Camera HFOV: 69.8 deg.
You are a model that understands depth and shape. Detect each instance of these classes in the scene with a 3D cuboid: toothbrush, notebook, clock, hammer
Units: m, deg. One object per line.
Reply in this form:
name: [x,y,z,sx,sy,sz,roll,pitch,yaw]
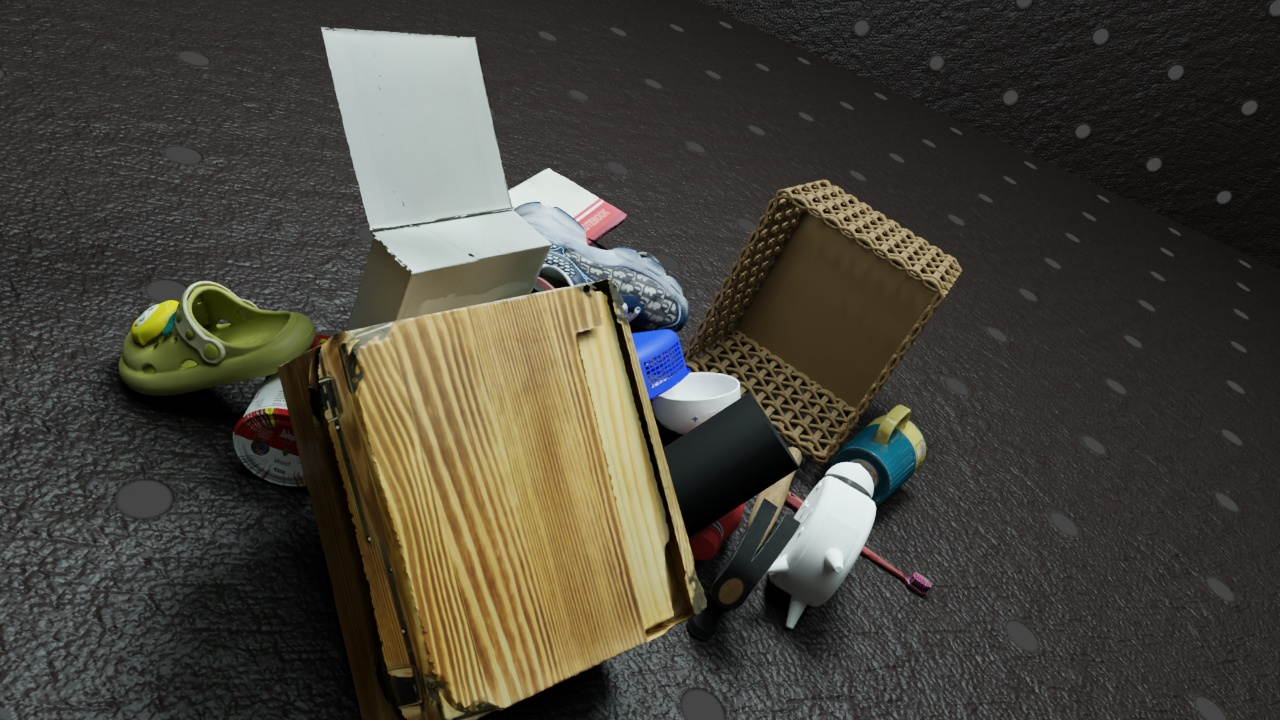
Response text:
toothbrush: [-0.058,-0.041,1.121,0.184,0.015,0.015,41,35,-16]
toothbrush: [0.245,0.205,1.043,0.190,0.017,0.016,34,35,11]
notebook: [-0.123,-0.223,1.379,0.153,0.012,0.208,31,34,7]
clock: [0.178,0.178,0.936,0.073,0.126,0.160,30,40,6]
hammer: [0.132,0.159,0.960,0.040,0.132,0.304,34,26,6]

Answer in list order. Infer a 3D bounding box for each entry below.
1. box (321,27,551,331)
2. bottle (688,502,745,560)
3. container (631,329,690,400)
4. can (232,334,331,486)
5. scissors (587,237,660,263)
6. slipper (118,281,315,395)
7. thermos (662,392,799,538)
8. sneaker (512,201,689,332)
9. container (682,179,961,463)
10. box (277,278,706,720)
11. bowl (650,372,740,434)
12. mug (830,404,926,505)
box: [-0.164,-0.186,0.767,0.119,0.479,0.166,20,25,31]
bottle: [0.082,0.143,0.976,0.062,0.062,0.176,27,34,1]
container: [-0.006,0.006,1.063,0.096,0.058,0.114,-6,16,36]
can: [-0.304,0.043,0.830,0.086,0.087,0.116,19,34,-12]
scissors: [-0.013,-0.121,1.275,0.012,0.163,0.154,-38,103,-25]
slipper: [-0.386,-0.024,0.814,0.191,0.082,0.091,-5,38,13]
thermos: [0.045,0.121,0.883,0.086,0.199,0.086,55,7,-11]
sneaker: [-0.064,-0.084,1.173,0.269,0.103,0.132,28,55,-17]
container: [0.229,-0.059,1.150,0.219,0.252,0.213,35,25,13]
box: [-0.118,0.103,0.698,0.244,0.168,0.279,-13,89,-40]
bowl: [0.065,0.053,1.075,0.105,0.054,0.104,-4,18,1]
mug: [0.294,0.109,1.119,0.083,0.114,0.107,31,35,28]
